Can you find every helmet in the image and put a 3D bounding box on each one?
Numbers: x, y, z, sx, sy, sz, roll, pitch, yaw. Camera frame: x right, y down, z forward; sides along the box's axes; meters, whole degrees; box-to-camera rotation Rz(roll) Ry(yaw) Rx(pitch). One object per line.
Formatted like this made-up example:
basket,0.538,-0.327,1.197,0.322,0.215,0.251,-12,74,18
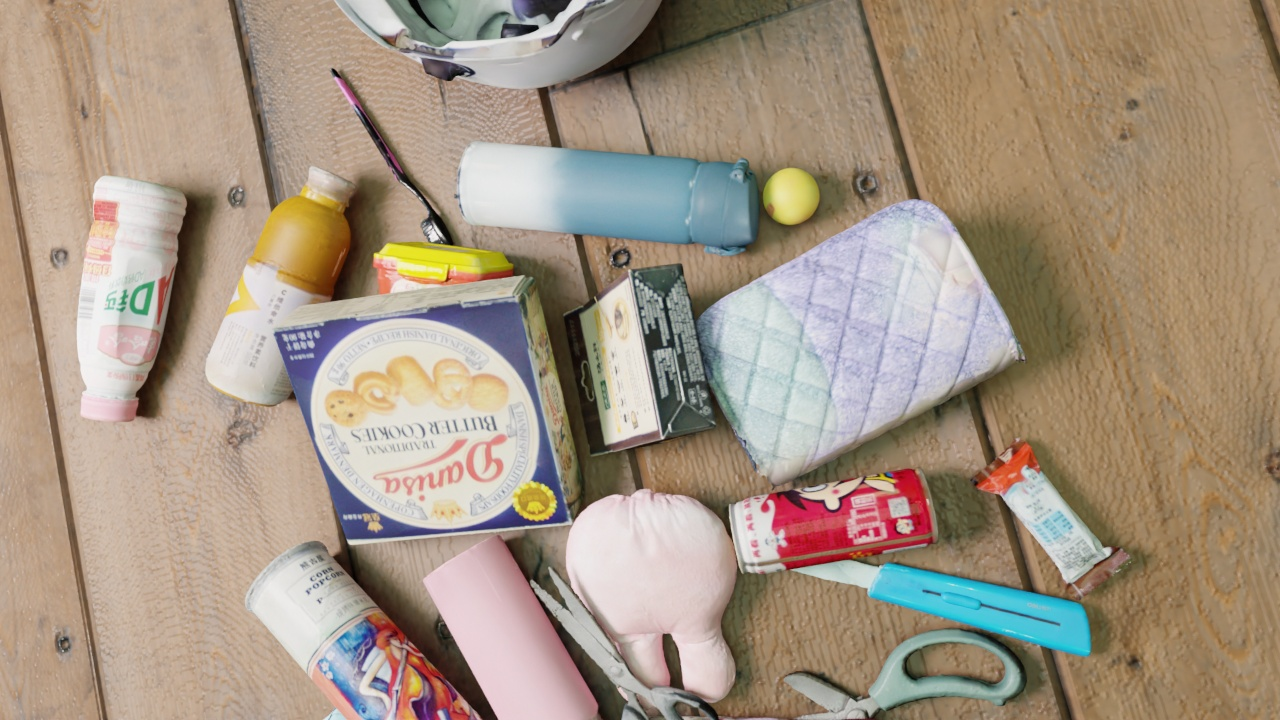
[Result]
helmet,-0.088,-0.299,0.662,0.259,0.145,0.229,1,85,20

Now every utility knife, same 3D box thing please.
utility knife,0.201,0.161,0.630,0.205,0.018,0.034,11,89,14

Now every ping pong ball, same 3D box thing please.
ping pong ball,0.108,-0.118,0.659,0.040,0.040,0.040,-1,85,12

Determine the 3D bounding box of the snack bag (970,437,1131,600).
snack bag,0.273,0.106,0.614,0.048,0.026,0.104,-43,79,12

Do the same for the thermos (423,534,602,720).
thermos,-0.079,0.224,0.651,0.067,0.087,0.198,-27,77,-20

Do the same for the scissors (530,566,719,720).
scissors,-0.018,0.224,0.641,0.171,0.014,0.151,15,108,10

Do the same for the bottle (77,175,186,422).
bottle,-0.424,-0.049,0.757,0.068,0.068,0.197,9,91,12

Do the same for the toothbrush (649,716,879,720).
toothbrush,0.074,0.259,0.642,0.188,0.016,0.017,-7,90,18

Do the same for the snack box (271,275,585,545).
snack box,-0.146,0.040,0.660,0.178,0.045,0.183,-7,112,11

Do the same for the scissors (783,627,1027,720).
scissors,0.184,0.265,0.625,0.175,0.019,0.176,-17,84,11

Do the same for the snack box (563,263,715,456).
snack box,-0.004,0.004,0.647,0.053,0.126,0.113,-9,83,-21

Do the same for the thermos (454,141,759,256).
thermos,-0.022,-0.120,0.676,0.220,0.070,0.070,8,87,12

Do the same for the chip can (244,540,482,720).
chip can,-0.194,0.229,0.668,0.215,0.071,0.071,40,94,19

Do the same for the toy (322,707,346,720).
toy,-0.221,0.341,0.691,0.156,0.049,0.161,-22,91,8

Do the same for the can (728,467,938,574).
can,0.130,0.111,0.628,0.133,0.053,0.053,-12,83,9

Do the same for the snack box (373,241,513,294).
snack box,-0.148,-0.046,0.693,0.091,0.082,0.080,8,101,12

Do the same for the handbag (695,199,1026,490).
handbag,0.142,-0.013,0.628,0.194,0.075,0.134,-28,85,10

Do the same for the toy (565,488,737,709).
toy,0.011,0.169,0.652,0.121,0.054,0.159,-9,96,11

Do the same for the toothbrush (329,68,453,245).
toothbrush,-0.206,-0.164,0.744,0.018,0.014,0.189,-39,78,19

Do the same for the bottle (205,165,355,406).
bottle,-0.277,-0.059,0.723,0.068,0.068,0.189,23,91,13
